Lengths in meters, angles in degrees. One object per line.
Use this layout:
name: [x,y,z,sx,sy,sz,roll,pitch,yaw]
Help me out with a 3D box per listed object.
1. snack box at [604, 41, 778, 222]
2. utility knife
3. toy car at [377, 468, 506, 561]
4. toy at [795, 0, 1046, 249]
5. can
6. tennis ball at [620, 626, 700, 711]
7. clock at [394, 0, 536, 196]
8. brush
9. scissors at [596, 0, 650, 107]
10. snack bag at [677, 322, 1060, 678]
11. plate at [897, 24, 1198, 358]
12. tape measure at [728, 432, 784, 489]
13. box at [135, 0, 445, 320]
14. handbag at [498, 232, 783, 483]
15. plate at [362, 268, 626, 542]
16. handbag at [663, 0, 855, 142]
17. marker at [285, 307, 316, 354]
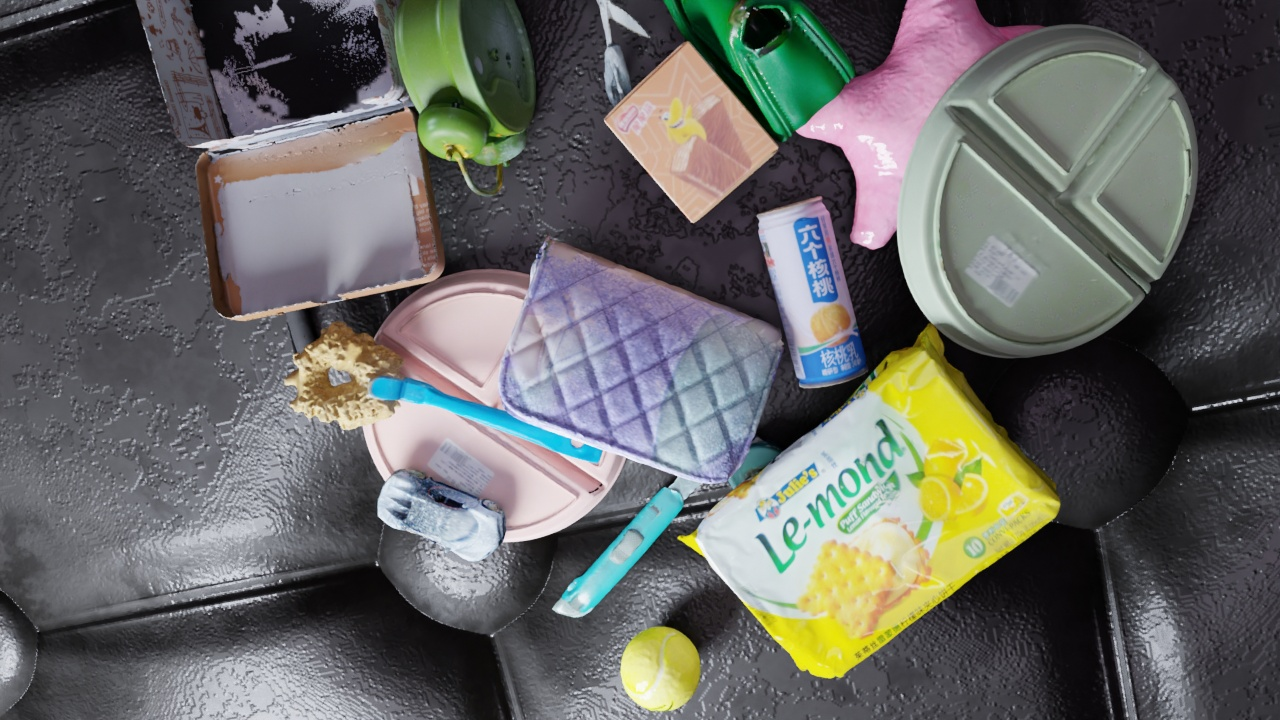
snack box: [0.038,-0.158,0.651,0.077,0.092,0.094,-41,94,12]
utility knife: [-0.005,0.146,0.753,0.029,0.013,0.193,40,102,-2]
toy car: [-0.158,0.124,0.730,0.105,0.031,0.049,22,103,1]
toy: [0.209,-0.163,0.642,0.178,0.074,0.195,38,105,-4]
can: [0.127,-0.050,0.681,0.053,0.053,0.134,-15,98,9]
tennis ball: [0.016,0.250,0.743,0.065,0.065,0.065,1,100,6]
clock: [-0.120,-0.198,0.653,0.056,0.116,0.161,-7,96,19]
brush: [-0.151,0.034,0.704,0.255,0.046,0.083,15,94,4]
scissors: [-0.023,-0.234,0.622,0.014,0.177,0.159,-23,127,-7]
snack bag: [0.168,0.111,0.676,0.247,0.068,0.158,-42,93,12]
plate: [0.283,-0.107,0.624,0.230,0.027,0.230,-5,109,-14]
tape measure: [0.094,0.089,0.726,0.054,0.025,0.058,-27,97,11]
box: [-0.249,-0.171,0.684,0.178,0.088,0.262,-11,98,8]
handbag: [-0.004,0.004,0.676,0.194,0.076,0.134,22,84,-9]
plate: [-0.120,0.042,0.740,0.229,0.028,0.229,1,101,6]
handbag: [0.071,-0.218,0.612,0.068,0.131,0.120,-43,137,14]
marker: [-0.286,-0.064,0.744,0.022,0.020,0.132,-6,102,30]
